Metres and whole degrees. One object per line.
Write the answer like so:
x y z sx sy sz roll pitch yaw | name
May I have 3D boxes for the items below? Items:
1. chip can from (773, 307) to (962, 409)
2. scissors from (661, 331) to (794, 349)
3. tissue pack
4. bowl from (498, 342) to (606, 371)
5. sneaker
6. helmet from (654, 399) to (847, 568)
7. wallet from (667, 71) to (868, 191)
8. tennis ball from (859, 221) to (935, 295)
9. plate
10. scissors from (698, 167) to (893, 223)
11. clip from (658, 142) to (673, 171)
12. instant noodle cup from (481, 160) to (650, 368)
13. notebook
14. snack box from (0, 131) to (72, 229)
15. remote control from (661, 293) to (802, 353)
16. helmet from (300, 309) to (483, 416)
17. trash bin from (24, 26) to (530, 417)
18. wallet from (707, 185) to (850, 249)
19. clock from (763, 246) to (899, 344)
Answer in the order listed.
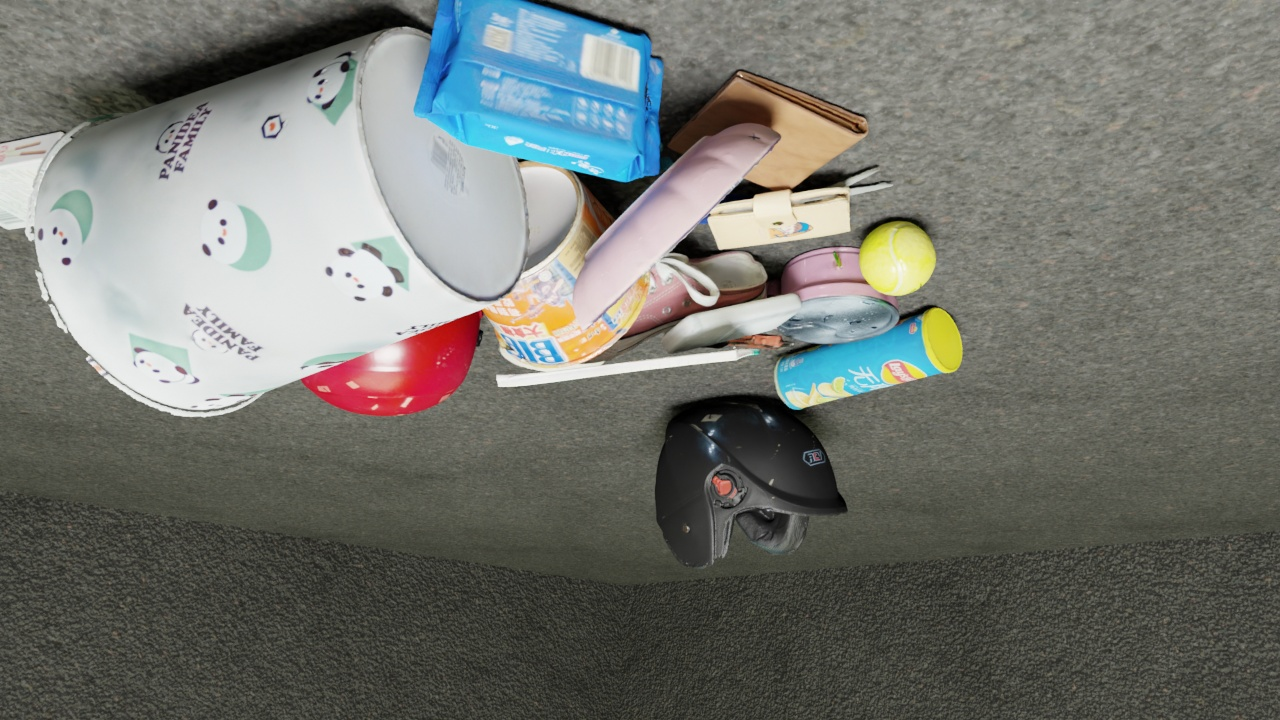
0.254 0.002 1.047 0.071 0.071 0.211 19 154 -38 | chip can
0.062 -0.024 0.961 0.224 0.015 0.188 4 -176 24 | scissors
-0.059 -0.172 0.580 0.157 0.095 0.052 10 164 -20 | tissue pack
-0.092 -0.035 0.989 0.116 0.066 0.117 3 159 1 | bowl
0.007 -0.067 0.836 0.240 0.118 0.088 -13 145 -14 | sneaker
0.147 0.165 1.274 0.275 0.230 0.233 -13 169 38 | helmet
0.093 -0.167 0.684 0.115 0.020 0.101 15 157 -24 | wallet
0.226 -0.090 0.810 0.065 0.065 0.065 2 160 1 | tennis ball
0.016 -0.101 0.645 0.039 0.191 0.193 45 150 -5 | plate
0.120 -0.135 0.778 0.144 0.012 0.171 10 157 -22 | scissors
-0.003 -0.158 0.725 0.055 0.013 0.037 -5 158 20 | clip
-0.081 -0.084 0.756 0.151 0.151 0.111 -6 150 20 | instant noodle cup
-0.005 0.005 0.829 0.209 0.012 0.150 -7 179 15 | notebook
-0.517 -0.150 0.781 0.157 0.026 0.084 -5 158 18 | snack box
0.083 -0.034 0.823 0.135 0.020 0.056 -13 165 -33 | remote control
-0.275 -0.007 0.982 0.207 0.143 0.240 3 161 -7 | helmet
-0.230 -0.097 0.637 0.252 0.229 0.229 -13 156 22 | trash bin
0.116 -0.118 0.763 0.115 0.024 0.087 -5 165 12 | wallet
0.181 -0.058 0.912 0.117 0.059 0.159 11 156 -25 | clock
